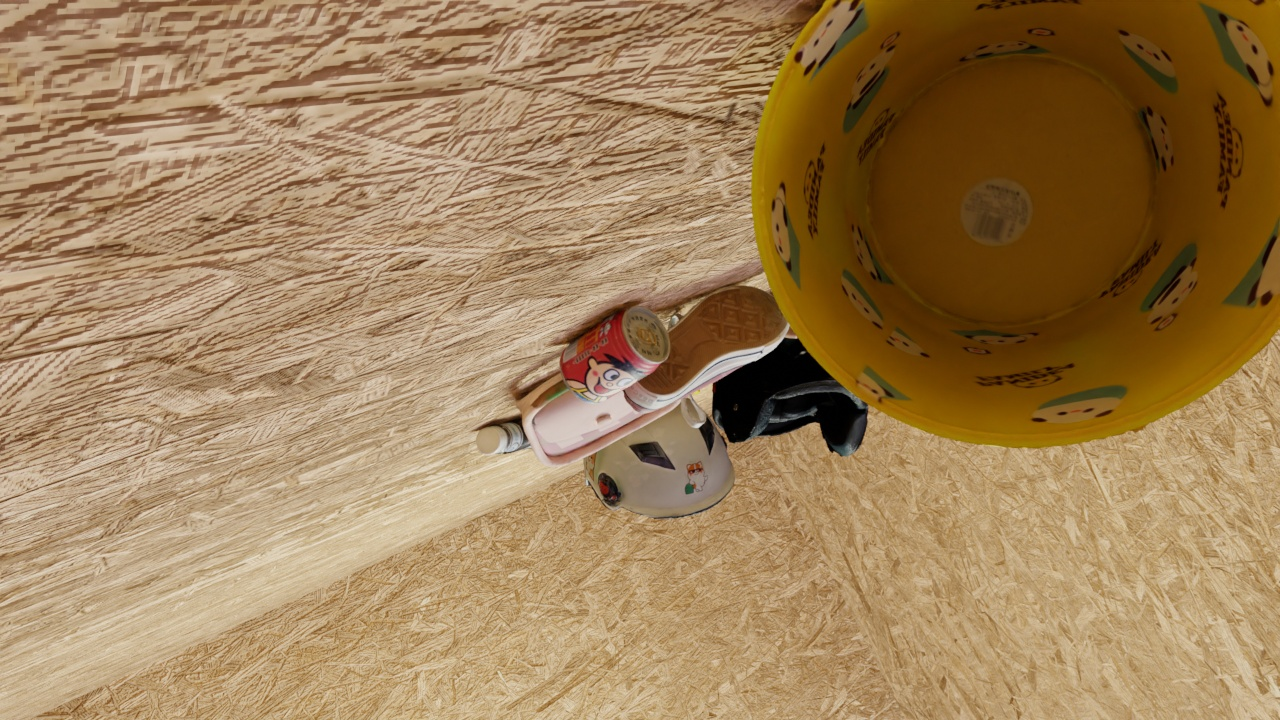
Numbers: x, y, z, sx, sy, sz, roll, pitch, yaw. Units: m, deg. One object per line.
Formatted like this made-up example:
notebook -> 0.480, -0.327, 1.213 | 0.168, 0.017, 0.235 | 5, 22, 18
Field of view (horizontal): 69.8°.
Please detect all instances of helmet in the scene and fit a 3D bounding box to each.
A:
helmet -> 0.019, 0.125, 1.456 | 0.229, 0.157, 0.274 | -20, -158, -23
helmet -> 0.237, 0.039, 1.490 | 0.233, 0.230, 0.275 | 11, 160, -24

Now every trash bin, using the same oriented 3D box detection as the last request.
trash bin -> 0.200, -0.094, 0.499 | 0.230, 0.229, 0.254 | -29, 178, 22

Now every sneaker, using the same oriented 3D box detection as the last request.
sneaker -> 0.065, -0.005, 1.004 | 0.240, 0.118, 0.088 | -31, 165, -36

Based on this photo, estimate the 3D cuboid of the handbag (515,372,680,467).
handbag -> -0.059, 0.036, 1.053 | 0.193, 0.093, 0.234 | -27, 166, 2

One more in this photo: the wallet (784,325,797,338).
wallet -> 0.178, -0.047, 1.275 | 0.101, 0.020, 0.115 | 10, -173, 18

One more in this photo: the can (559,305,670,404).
can -> -0.024, -0.006, 0.879 | 0.094, 0.066, 0.066 | -32, 171, 37

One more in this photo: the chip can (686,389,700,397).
chip can -> -0.020, 0.063, 1.362 | 0.213, 0.072, 0.072 | -28, 173, 11

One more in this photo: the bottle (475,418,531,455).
bottle -> -0.163, 0.101, 1.251 | 0.080, 0.044, 0.194 | -26, 172, 17
